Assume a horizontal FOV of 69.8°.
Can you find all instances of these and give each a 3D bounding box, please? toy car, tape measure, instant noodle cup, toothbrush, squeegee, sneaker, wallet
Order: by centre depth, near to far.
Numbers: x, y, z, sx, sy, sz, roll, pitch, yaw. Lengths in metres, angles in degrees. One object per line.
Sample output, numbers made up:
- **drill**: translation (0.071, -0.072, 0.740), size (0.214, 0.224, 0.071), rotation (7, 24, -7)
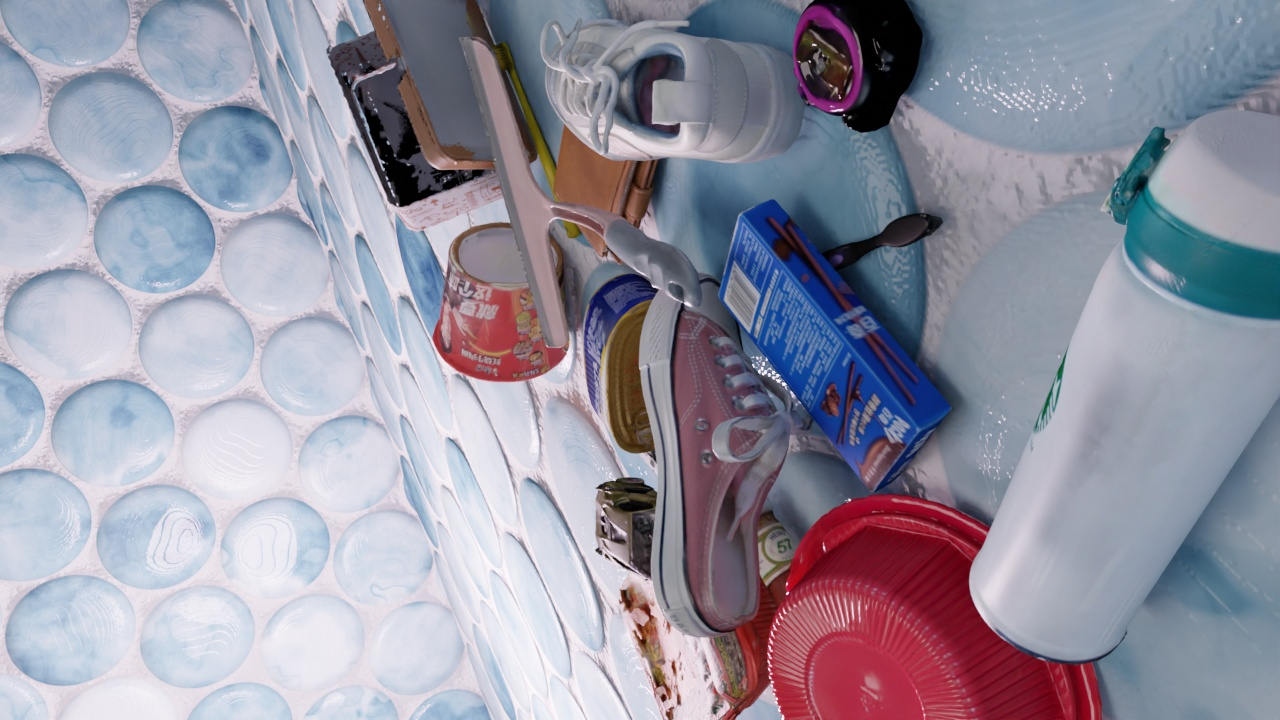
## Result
- **tape measure**: translation (0.096, -0.140, 0.419), size (0.058, 0.039, 0.057), rotation (57, 155, 26)
- **instant noodle cup**: translation (0.138, 0.173, 0.494), size (0.194, 0.065, 0.194), rotation (15, 111, 45)
- **toothbrush**: translation (0.107, -0.055, 0.512), size (0.189, 0.016, 0.014), rotation (162, 91, -70)
- **sneaker**: translation (-0.014, -0.161, 0.556), size (0.242, 0.090, 0.089), rotation (29, 121, 52)
- **sneaker**: translation (0.057, 0.044, 0.562), size (0.088, 0.118, 0.240), rotation (-23, 53, 35)
- **squeegee**: translation (-0.023, -0.081, 0.600), size (0.250, 0.040, 0.248), rotation (34, 143, 52)
- **wallet**: translation (-0.025, -0.146, 0.689), size (0.119, 0.035, 0.131), rotation (52, 146, 26)
- **toy car**: translation (0.004, 0.131, 0.696), size (0.158, 0.042, 0.070), rotation (1, 92, 64)
- **instant noodle cup**: translation (0.052, 0.215, 0.739), size (0.189, 0.079, 0.164), rotation (112, 144, -46)
- **toothbrush**: translation (-0.096, -0.199, 0.830), size (0.190, 0.016, 0.016), rotation (68, 158, 2)
- **instant noodle cup**: translation (-0.135, -0.062, 0.898), size (0.138, 0.137, 0.109), rotation (51, 145, 37)

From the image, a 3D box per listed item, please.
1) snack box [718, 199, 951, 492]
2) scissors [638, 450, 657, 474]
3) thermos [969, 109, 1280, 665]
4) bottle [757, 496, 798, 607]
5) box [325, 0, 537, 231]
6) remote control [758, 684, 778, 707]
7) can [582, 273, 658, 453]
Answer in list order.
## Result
- **snack box**: translation (0.103, -0.008, 0.519), size (0.157, 0.026, 0.085), rotation (55, 160, 23)
- **scissors**: translation (0.015, 0.100, 0.845), size (0.160, 0.014, 0.175), rotation (-11, 98, 68)
- **thermos**: translation (0.180, 0.021, 0.336), size (0.073, 0.073, 0.225), rotation (49, 150, 40)
- **bottle**: translation (0.124, 0.182, 0.616), size (0.206, 0.059, 0.060), rotation (58, 155, 26)
- **box**: translation (-0.189, -0.238, 0.830), size (0.181, 0.153, 0.182), rotation (93, 154, -83)
- **remote control**: translation (0.102, 0.261, 0.778), size (0.136, 0.020, 0.056), rotation (-20, 90, 68)
- **can**: translation (-0.004, 0.004, 0.727), size (0.049, 0.074, 0.148), rotation (49, 151, 45)
